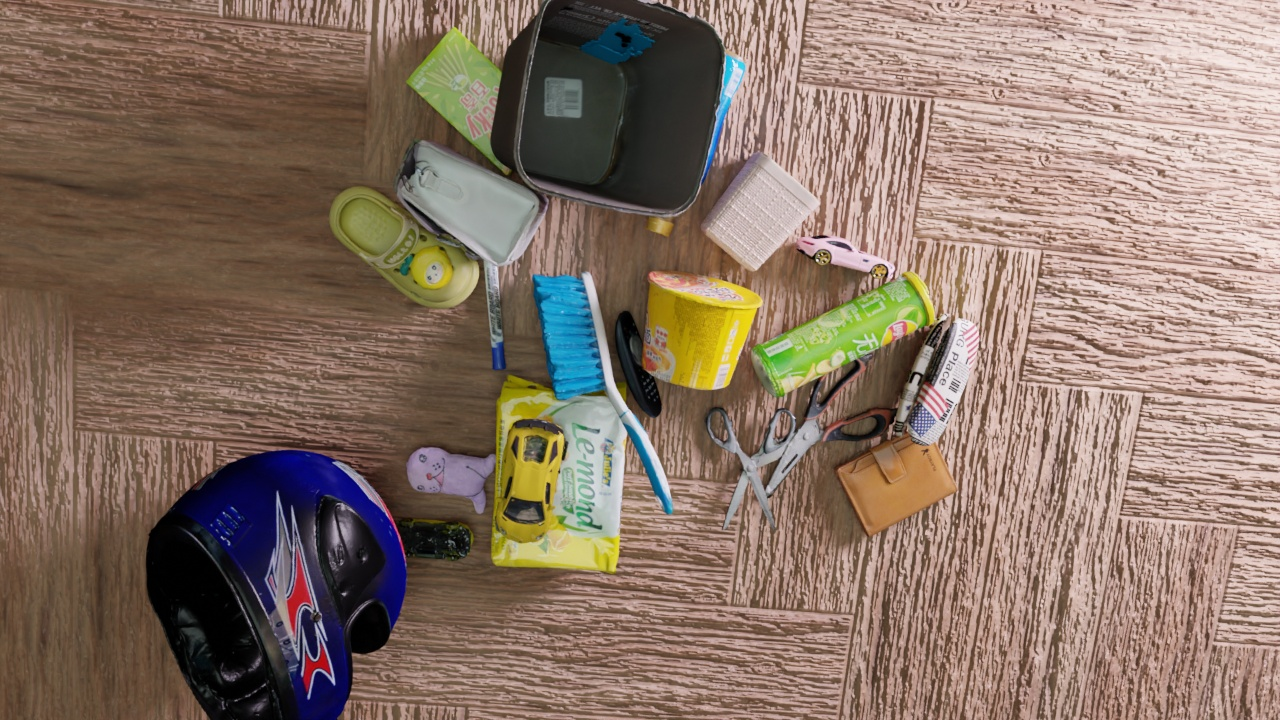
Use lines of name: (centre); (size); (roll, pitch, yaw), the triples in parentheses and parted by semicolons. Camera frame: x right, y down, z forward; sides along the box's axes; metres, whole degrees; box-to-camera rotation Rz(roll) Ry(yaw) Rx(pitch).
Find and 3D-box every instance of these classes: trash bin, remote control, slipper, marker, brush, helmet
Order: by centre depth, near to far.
trash bin: (-0.053, -0.266, 0.964); (0.198, 0.220, 0.199); (8, 100, -23)
helmet: (-0.386, 0.255, 1.041); (0.248, 0.239, 0.315); (-18, 94, 39)
brush: (-0.048, 0.034, 1.060); (0.109, 0.061, 0.314); (-9, 71, -11)
slipper: (-0.281, -0.129, 1.065); (0.190, 0.081, 0.092); (35, 99, -6)
marker: (-0.177, -0.061, 1.113); (0.017, 0.017, 0.146); (-4, 100, -3)
remote control: (-0.007, 0.007, 1.118); (0.024, 0.053, 0.136); (-14, 101, 25)

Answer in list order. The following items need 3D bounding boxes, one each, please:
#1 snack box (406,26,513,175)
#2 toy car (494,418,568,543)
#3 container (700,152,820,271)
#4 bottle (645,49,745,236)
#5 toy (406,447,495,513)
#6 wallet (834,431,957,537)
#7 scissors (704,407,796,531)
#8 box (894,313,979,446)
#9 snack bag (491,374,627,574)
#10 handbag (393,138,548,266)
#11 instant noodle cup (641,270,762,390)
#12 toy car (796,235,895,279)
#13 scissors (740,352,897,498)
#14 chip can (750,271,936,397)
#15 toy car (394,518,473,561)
snack box: (-0.184, -0.299, 1.067); (0.156, 0.026, 0.086); (43, 96, -9)
toy car: (-0.128, 0.142, 1.071); (0.071, 0.041, 0.156); (10, 99, -4)
container: (0.134, -0.172, 1.075); (0.090, 0.090, 0.111); (39, 99, -9)
bottle: (0.057, -0.252, 1.069); (0.065, 0.065, 0.219); (19, 99, -6)
toy: (-0.237, 0.143, 1.135); (0.108, 0.039, 0.084); (12, 108, -6)
wallet: (0.326, 0.152, 1.171); (0.132, 0.031, 0.108); (-27, 102, 0)
scissors: (0.135, 0.131, 1.154); (0.159, 0.014, 0.181); (37, 99, 1)
box: (0.365, 0.026, 1.113); (0.081, 0.074, 0.163); (25, 91, 26)
snack bag: (-0.100, 0.143, 1.127); (0.158, 0.068, 0.246); (4, 99, -3)
handbag: (-0.182, -0.171, 1.003); (0.145, 0.197, 0.098); (32, 96, -7)
instant noodle cup: (0.064, -0.035, 1.078); (0.138, 0.138, 0.110); (11, 108, -5)
toy car: (0.248, -0.127, 1.105); (0.122, 0.056, 0.037); (14, 106, -6)
scissors: (0.230, 0.083, 1.160); (0.221, 0.015, 0.190); (0, 100, -3)
chip can: (0.242, -0.029, 1.113); (0.221, 0.072, 0.072); (-26, 100, 2)
toy car: (-0.261, 0.222, 1.151); (0.105, 0.032, 0.048); (2, 100, 8)
